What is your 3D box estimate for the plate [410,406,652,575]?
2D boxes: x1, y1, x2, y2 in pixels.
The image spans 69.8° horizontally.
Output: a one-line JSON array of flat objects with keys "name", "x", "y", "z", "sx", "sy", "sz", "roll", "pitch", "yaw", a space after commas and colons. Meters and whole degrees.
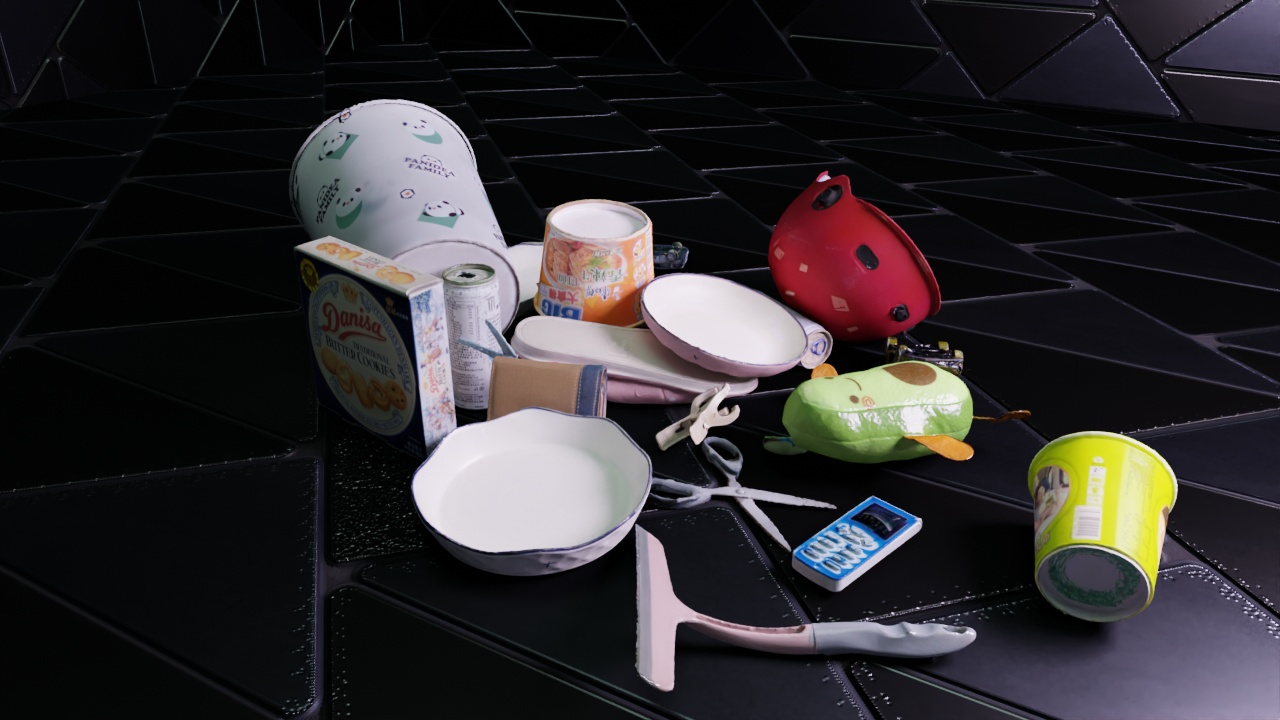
[{"name": "plate", "x": -0.093, "y": 0.113, "z": 0.797, "sx": 0.205, "sy": 0.046, "sz": 0.204, "roll": -1, "pitch": 30, "yaw": 0}]

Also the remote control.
[{"name": "remote control", "x": 0.180, "y": 0.152, "z": 0.764, "sx": 0.124, "sy": 0.024, "sz": 0.049, "roll": -23, "pitch": 36, "yaw": -37}]

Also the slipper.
[{"name": "slipper", "x": -0.006, "y": 0.006, "z": 1.005, "sx": 0.274, "sy": 0.055, "sz": 0.114, "roll": 9, "pitch": 31, "yaw": -7}]

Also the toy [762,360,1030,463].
[{"name": "toy", "x": 0.245, "y": 0.049, "z": 0.899, "sx": 0.246, "sy": 0.090, "sz": 0.227, "roll": -6, "pitch": 18, "yaw": -24}]

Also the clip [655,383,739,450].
[{"name": "clip", "x": 0.062, "y": 0.060, "z": 0.921, "sx": 0.070, "sy": 0.034, "sz": 0.099, "roll": -16, "pitch": 15, "yaw": 43}]

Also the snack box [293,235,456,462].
[{"name": "snack box", "x": -0.257, "y": -0.012, "z": 0.890, "sx": 0.178, "sy": 0.183, "sz": 0.045, "roll": 21, "pitch": 34, "yaw": 34}]

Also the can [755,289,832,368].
[{"name": "can", "x": 0.169, "y": -0.039, "z": 1.106, "sx": 0.053, "sy": 0.053, "sz": 0.134, "roll": -14, "pitch": 31, "yaw": -27}]

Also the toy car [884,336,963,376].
[{"name": "toy car", "x": 0.310, "y": 0.000, "z": 1.014, "sx": 0.070, "sy": 0.042, "sz": 0.158, "roll": 5, "pitch": 5, "yaw": 8}]

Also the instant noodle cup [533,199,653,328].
[{"name": "instant noodle cup", "x": -0.050, "y": -0.116, "z": 1.079, "sx": 0.151, "sy": 0.112, "sz": 0.151, "roll": 3, "pitch": 32, "yaw": -2}]

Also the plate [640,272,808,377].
[{"name": "plate", "x": 0.089, "y": -0.034, "z": 1.018, "sx": 0.192, "sy": 0.039, "sz": 0.192, "roll": 13, "pitch": 30, "yaw": -8}]

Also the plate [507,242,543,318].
[{"name": "plate", "x": -0.165, "y": -0.105, "z": 1.241, "sx": 0.162, "sy": 0.034, "sz": 0.264, "roll": 20, "pitch": 33, "yaw": 33}]

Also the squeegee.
[{"name": "squeegee", "x": 0.117, "y": 0.194, "z": 0.662, "sx": 0.249, "sy": 0.040, "sz": 0.247, "roll": 7, "pitch": 10, "yaw": -1}]

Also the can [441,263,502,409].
[{"name": "can", "x": -0.173, "y": -0.024, "z": 0.956, "sx": 0.058, "sy": 0.147, "sz": 0.058, "roll": 0, "pitch": 27, "yaw": 0}]

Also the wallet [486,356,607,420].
[{"name": "wallet", "x": -0.092, "y": 0.044, "z": 0.900, "sx": 0.115, "sy": 0.090, "sz": 0.033, "roll": 5, "pitch": 4, "yaw": 9}]

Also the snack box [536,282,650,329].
[{"name": "snack box", "x": -0.053, "y": -0.062, "z": 1.140, "sx": 0.113, "sy": 0.053, "sz": 0.125, "roll": -14, "pitch": 30, "yaw": -26}]

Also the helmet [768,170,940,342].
[{"name": "helmet", "x": 0.241, "y": -0.104, "z": 1.099, "sx": 0.144, "sy": 0.207, "sz": 0.240, "roll": -36, "pitch": 20, "yaw": 5}]

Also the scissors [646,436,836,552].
[{"name": "scissors", "x": 0.085, "y": 0.121, "z": 0.832, "sx": 0.159, "sy": 0.014, "sz": 0.178, "roll": -9, "pitch": 29, "yaw": -19}]

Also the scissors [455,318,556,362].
[{"name": "scissors", "x": -0.128, "y": 0.009, "z": 0.933, "sx": 0.133, "sy": 0.119, "sz": 0.017, "roll": 22, "pitch": 47, "yaw": -12}]

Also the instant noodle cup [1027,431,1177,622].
[{"name": "instant noodle cup", "x": 0.360, "y": 0.137, "z": 0.725, "sx": 0.112, "sy": 0.112, "sz": 0.123, "roll": 13, "pitch": 38, "yaw": 21}]

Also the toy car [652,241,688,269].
[{"name": "toy car", "x": 0.025, "y": -0.154, "z": 1.347, "sx": 0.090, "sy": 0.034, "sz": 0.042, "roll": 4, "pitch": 30, "yaw": 9}]

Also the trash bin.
[{"name": "trash bin", "x": -0.265, "y": -0.138, "z": 1.059, "sx": 0.229, "sy": 0.230, "sz": 0.251, "roll": -11, "pitch": 46, "yaw": -23}]
